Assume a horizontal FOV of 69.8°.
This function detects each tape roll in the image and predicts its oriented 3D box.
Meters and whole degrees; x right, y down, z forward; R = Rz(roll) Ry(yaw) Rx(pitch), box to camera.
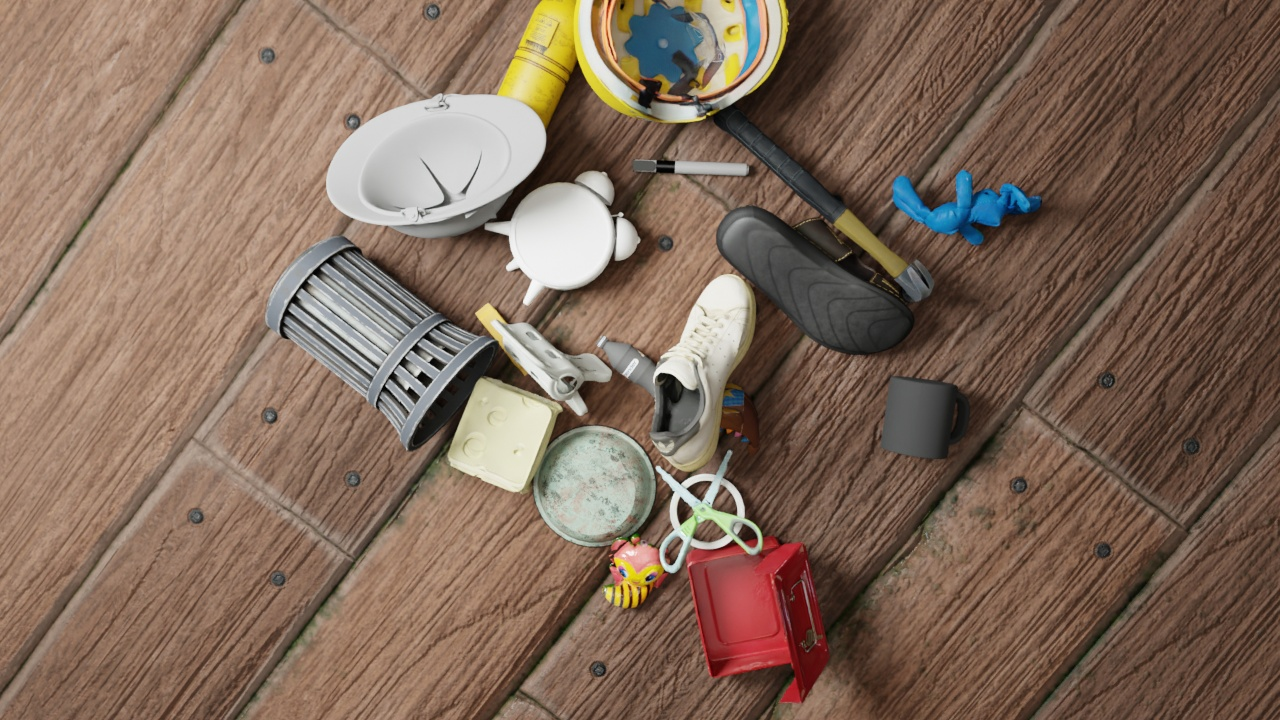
[{"bbox_3d":[0.083,0.188,1.146,0.093,0.013,0.093,-1,84,5],"label":"tape roll"}]

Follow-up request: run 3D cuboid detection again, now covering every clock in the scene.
[{"bbox_3d":[-0.092,-0.150,1.114,0.161,0.073,0.125,-27,93,-3],"label":"clock"}]

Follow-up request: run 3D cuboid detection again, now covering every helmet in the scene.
[{"bbox_3d":[0.032,-0.374,1.053,0.239,0.140,0.209,-9,100,-19],"label":"helmet"},{"bbox_3d":[-0.224,-0.208,1.086,0.271,0.118,0.183,-3,62,14],"label":"helmet"}]

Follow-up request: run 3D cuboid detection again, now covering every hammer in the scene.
[{"bbox_3d":[0.215,-0.188,1.080,0.333,0.118,0.025,43,92,4],"label":"hammer"}]

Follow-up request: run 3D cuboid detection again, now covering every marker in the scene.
[{"bbox_3d":[0.061,-0.235,1.120,0.140,0.016,0.016,3,95,2],"label":"marker"}]

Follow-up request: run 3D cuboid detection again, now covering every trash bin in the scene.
[{"bbox_3d":[-0.309,-0.027,1.084,0.227,0.164,0.164,38,95,3],"label":"trash bin"}]

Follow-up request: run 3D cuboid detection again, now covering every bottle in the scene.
[{"bbox_3d":[-0.007,0.007,1.132,0.110,0.036,0.036,36,95,-1],"label":"bottle"},{"bbox_3d":[-0.110,-0.364,1.089,0.071,0.071,0.164,25,95,0],"label":"bottle"}]

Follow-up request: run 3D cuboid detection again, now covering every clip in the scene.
[{"bbox_3d":[-0.105,0.006,1.089,0.073,0.124,0.142,-52,136,5],"label":"clip"}]

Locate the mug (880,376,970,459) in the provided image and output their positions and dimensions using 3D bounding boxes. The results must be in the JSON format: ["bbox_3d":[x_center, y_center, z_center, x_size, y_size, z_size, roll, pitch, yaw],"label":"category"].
[{"bbox_3d":[0.350,0.068,1.110,0.113,0.078,0.088,5,95,-25],"label":"mug"}]

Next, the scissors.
[{"bbox_3d":[0.074,0.185,1.115,0.171,0.022,0.173,37,79,31],"label":"scissors"}]

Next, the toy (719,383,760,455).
[{"bbox_3d":[0.102,0.082,1.137,0.090,0.070,0.103,-14,117,16],"label":"toy"}]

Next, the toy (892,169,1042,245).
[{"bbox_3d":[0.385,-0.182,1.075,0.176,0.113,0.071,4,80,11],"label":"toy"}]

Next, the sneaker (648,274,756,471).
[{"bbox_3d":[0.060,0.003,1.069,0.089,0.102,0.241,6,75,37],"label":"sneaker"}]

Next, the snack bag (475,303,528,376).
[{"bbox_3d":[-0.166,-0.027,1.144,0.026,0.020,0.099,-39,92,-1],"label":"snack bag"}]

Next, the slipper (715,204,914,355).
[{"bbox_3d":[0.209,-0.100,1.099,0.268,0.075,0.113,32,120,-10],"label":"slipper"}]

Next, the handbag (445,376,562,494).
[{"bbox_3d":[-0.167,0.092,1.121,0.111,0.081,0.119,21,94,-7],"label":"handbag"}]

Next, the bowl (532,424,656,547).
[{"bbox_3d":[-0.059,0.161,1.146,0.157,0.038,0.157,0,95,2],"label":"bowl"}]

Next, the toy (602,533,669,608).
[{"bbox_3d":[-0.005,0.263,1.149,0.084,0.046,0.103,20,106,-22],"label":"toy"}]

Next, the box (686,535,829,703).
[{"bbox_3d":[0.132,0.308,1.116,0.169,0.153,0.157,-11,93,33],"label":"box"}]
